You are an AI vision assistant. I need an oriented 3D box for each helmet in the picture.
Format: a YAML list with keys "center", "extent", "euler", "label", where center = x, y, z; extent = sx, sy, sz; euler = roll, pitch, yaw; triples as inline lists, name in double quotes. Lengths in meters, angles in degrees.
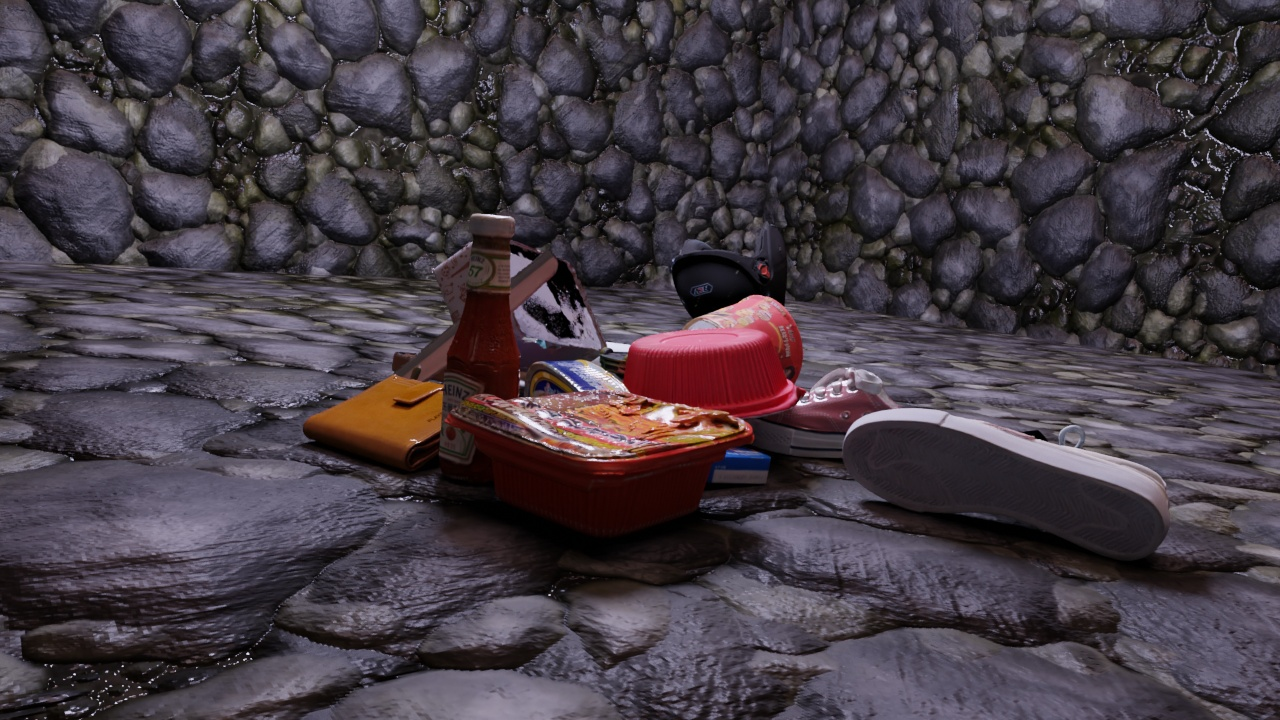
- center: [0.191, -0.165, 1.954]
  extent: [0.234, 0.230, 0.274]
  euler: [-7, -3, 40]
  label: "helmet"

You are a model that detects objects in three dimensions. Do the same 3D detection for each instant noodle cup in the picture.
- center: [0.059, 0.009, 0.874]
  extent: [0.194, 0.066, 0.193]
  euler: [-3, 10, 0]
  label: "instant noodle cup"
- center: [-0.027, 0.069, 0.669]
  extent: [0.165, 0.079, 0.188]
  euler: [13, 13, 39]
  label: "instant noodle cup"
- center: [0.122, -0.008, 1.170]
  extent: [0.108, 0.138, 0.138]
  euler: [-13, 18, -39]
  label: "instant noodle cup"

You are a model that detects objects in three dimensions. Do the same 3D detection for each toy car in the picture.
- center: [-0.006, 0.006, 0.983]
  extent: [0.043, 0.036, 0.091]
  euler: [16, 6, 39]
  label: "toy car"

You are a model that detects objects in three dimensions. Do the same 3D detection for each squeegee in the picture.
- center: [-0.124, 0.037, 0.824]
  extent: [0.249, 0.247, 0.040]
  euler: [48, -5, 49]
  label: "squeegee"

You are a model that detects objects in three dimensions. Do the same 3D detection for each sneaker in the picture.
- center: [0.203, 0.050, 0.909]
  extent: [0.241, 0.088, 0.118]
  euler: [4, 7, 27]
  label: "sneaker"
- center: [0.286, 0.081, 0.729]
  extent: [0.242, 0.090, 0.090]
  euler: [14, 27, 29]
  label: "sneaker"

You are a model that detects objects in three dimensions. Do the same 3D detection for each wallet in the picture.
- center: [-0.203, 0.049, 0.793]
  extent: [0.131, 0.035, 0.118]
  euler: [10, 33, 34]
  label: "wallet"

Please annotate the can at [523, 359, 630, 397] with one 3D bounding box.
- center: [-0.056, 0.044, 0.837]
  extent: [0.049, 0.075, 0.148]
  euler: [-1, 19, -31]
  label: "can"

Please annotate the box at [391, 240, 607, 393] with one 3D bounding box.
- center: [-0.163, -0.019, 1.028]
  extent: [0.181, 0.153, 0.182]
  euler: [-29, -19, 23]
  label: "box"

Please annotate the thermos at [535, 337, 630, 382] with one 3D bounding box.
- center: [-0.031, 0.012, 1.140]
  extent: [0.224, 0.073, 0.073]
  euler: [7, 8, 18]
  label: "thermos"

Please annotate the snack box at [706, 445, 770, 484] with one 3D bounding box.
- center: [0.034, 0.078, 0.824]
  extent: [0.084, 0.026, 0.157]
  euler: [6, 6, -33]
  label: "snack box"

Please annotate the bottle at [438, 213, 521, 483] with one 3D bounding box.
- center: [-0.121, -0.009, 0.712]
  extent: [0.060, 0.206, 0.059]
  euler: [5, 9, -1]
  label: "bottle"

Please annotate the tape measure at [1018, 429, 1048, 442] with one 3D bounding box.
- center: [0.343, 0.092, 0.826]
  extent: [0.057, 0.058, 0.039]
  euler: [-13, -10, 38]
  label: "tape measure"

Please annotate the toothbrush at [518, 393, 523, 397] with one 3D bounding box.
- center: [-0.149, 0.049, 0.982]
  extent: [0.017, 0.014, 0.188]
  euler: [15, 10, 14]
  label: "toothbrush"
